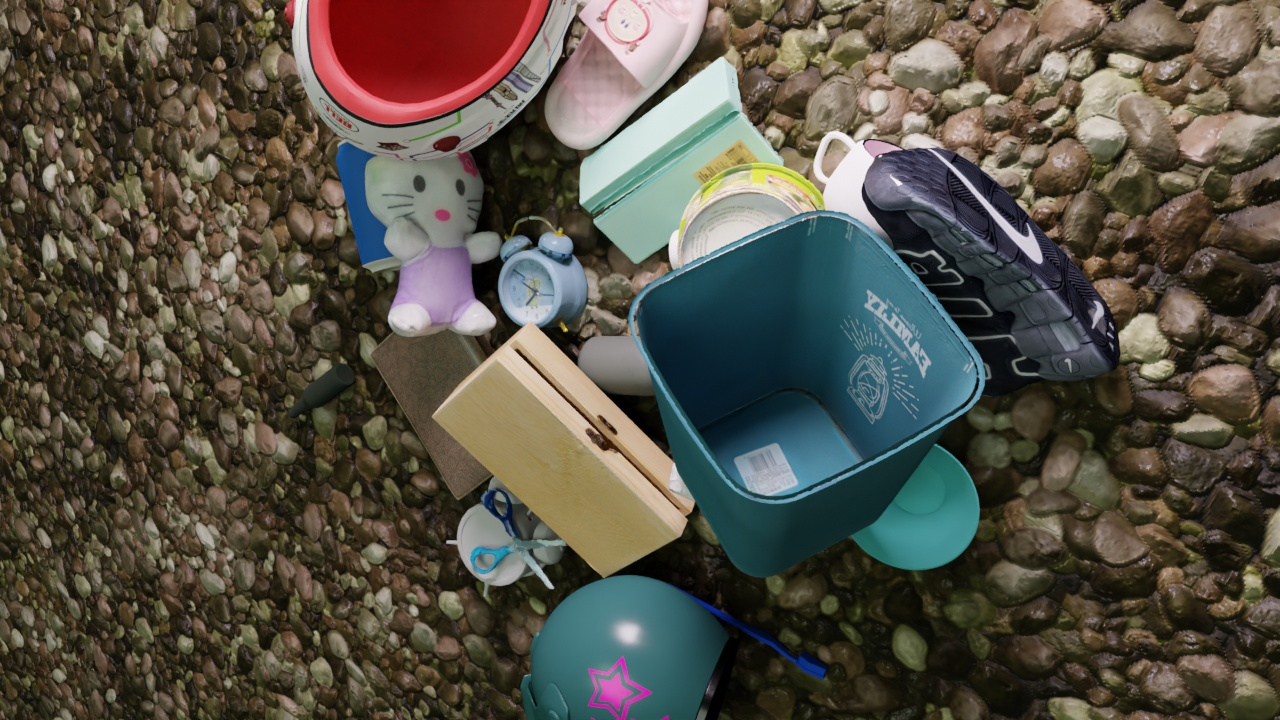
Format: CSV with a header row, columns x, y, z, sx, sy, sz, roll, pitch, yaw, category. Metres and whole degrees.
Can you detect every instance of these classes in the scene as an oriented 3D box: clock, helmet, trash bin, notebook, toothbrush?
x,y,z,sx,sy,sz,roll,pitch,yaw,category
-0.106,-0.090,0.967,0.089,0.051,0.124,0,100,31,clock
-0.024,0.343,0.944,0.200,0.176,0.275,19,123,15,helmet
0.113,0.044,0.706,0.196,0.199,0.219,59,167,30,trash bin
-0.202,0.026,1.055,0.191,0.034,0.215,-37,82,29,notebook
-0.181,-0.333,0.852,0.231,0.235,0.315,39,111,-13,helmet
0.106,0.273,0.945,0.187,0.016,0.011,25,109,25,toothbrush
-0.142,0.191,1.046,0.159,0.061,0.120,-42,79,25,clock

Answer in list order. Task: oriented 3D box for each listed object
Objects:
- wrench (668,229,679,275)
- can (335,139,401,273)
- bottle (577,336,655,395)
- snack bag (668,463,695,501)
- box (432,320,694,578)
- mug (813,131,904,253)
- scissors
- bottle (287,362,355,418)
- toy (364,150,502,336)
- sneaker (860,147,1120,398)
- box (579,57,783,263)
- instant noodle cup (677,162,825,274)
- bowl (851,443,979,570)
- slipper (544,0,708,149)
x,y,z,sx,sy,sz,roll,pitch,yaw,category
0.053,0.008,0.903,0.009,0.047,0.273,1,103,30,wrench
-0.290,-0.176,1.037,0.079,0.078,0.146,-10,95,31,can
-0.005,0.005,0.924,0.109,0.060,0.060,1,101,30,bottle
0.084,0.108,0.863,0.077,0.115,0.036,17,104,24,snack bag
-0.075,0.097,0.921,0.128,0.091,0.249,-38,102,27,box
0.189,-0.143,0.770,0.124,0.090,0.076,50,131,32,mug
-0.139,0.194,1.002,0.128,0.014,0.127,-7,95,26,scissors
-0.416,0.043,1.182,0.123,0.033,0.033,-31,85,31,bottle
-0.219,-0.126,0.974,0.086,0.137,0.209,-16,80,56,toy
0.240,-0.054,0.725,0.252,0.097,0.151,37,135,-16,sneaker
0.034,-0.188,0.879,0.188,0.078,0.112,-32,113,32,box
0.097,-0.097,0.804,0.146,0.097,0.146,4,106,14,instant noodle cup
0.241,0.120,0.816,0.121,0.046,0.121,7,104,28,bowl
-0.018,-0.295,0.871,0.107,0.055,0.222,47,120,11,slipper
